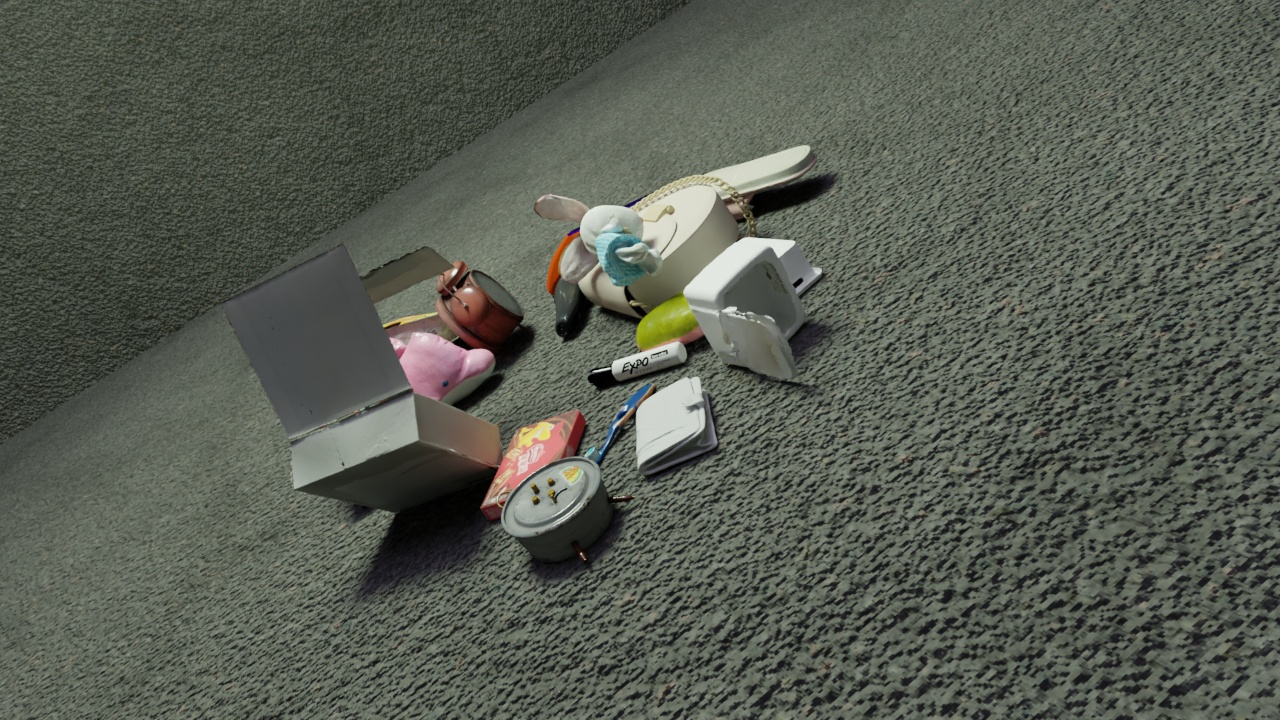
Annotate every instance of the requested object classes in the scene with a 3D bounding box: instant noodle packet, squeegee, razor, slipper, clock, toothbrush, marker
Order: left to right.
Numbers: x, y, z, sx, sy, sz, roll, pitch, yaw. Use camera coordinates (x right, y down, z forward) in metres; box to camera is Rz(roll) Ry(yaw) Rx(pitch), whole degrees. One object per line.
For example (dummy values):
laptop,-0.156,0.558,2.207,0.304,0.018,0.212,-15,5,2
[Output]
instant noodle packet,-0.341,-0.043,1.446,0.221,0.084,0.163,-24,10,-25
clock,-0.234,-0.077,1.306,0.072,0.157,0.120,-47,51,11
clock,-0.087,0.138,0.870,0.148,0.056,0.103,0,39,44
razor,-0.091,-0.083,1.299,0.064,0.053,0.140,7,39,2
squeegee,-0.092,-0.169,1.377,0.185,0.055,0.248,-52,-8,34
toothbrush,-0.022,0.066,0.979,0.022,0.017,0.134,-3,37,41
marker,-0.006,0.006,1.062,0.126,0.025,0.025,-17,28,27
slipper,0.136,-0.243,1.331,0.275,0.054,0.113,-10,32,42

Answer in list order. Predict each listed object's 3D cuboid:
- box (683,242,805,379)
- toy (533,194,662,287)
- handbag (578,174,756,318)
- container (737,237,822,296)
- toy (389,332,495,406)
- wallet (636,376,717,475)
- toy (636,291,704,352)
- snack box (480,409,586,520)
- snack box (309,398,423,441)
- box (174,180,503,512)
box,0.123,-0.044,0.917,0.124,0.109,0.137,-43,27,-21
toy,-0.032,-0.153,1.128,0.105,0.131,0.205,-37,33,-20
handbag,0.029,-0.145,1.239,0.208,0.103,0.211,-46,28,-13
container,0.140,-0.105,1.077,0.080,0.049,0.129,-40,26,-19
toy,-0.330,0.030,1.250,0.266,0.128,0.186,-27,28,6
wallet,0.030,0.062,0.913,0.086,0.032,0.116,-29,25,8
toy,0.042,-0.046,1.075,0.110,0.051,0.089,-25,23,19
snack box,-0.113,0.111,0.989,0.089,0.021,0.132,-20,27,23
snack box,-0.369,0.050,1.173,0.113,0.060,0.236,-34,66,3
box,-0.306,0.024,0.952,0.167,0.369,0.149,-21,26,18
